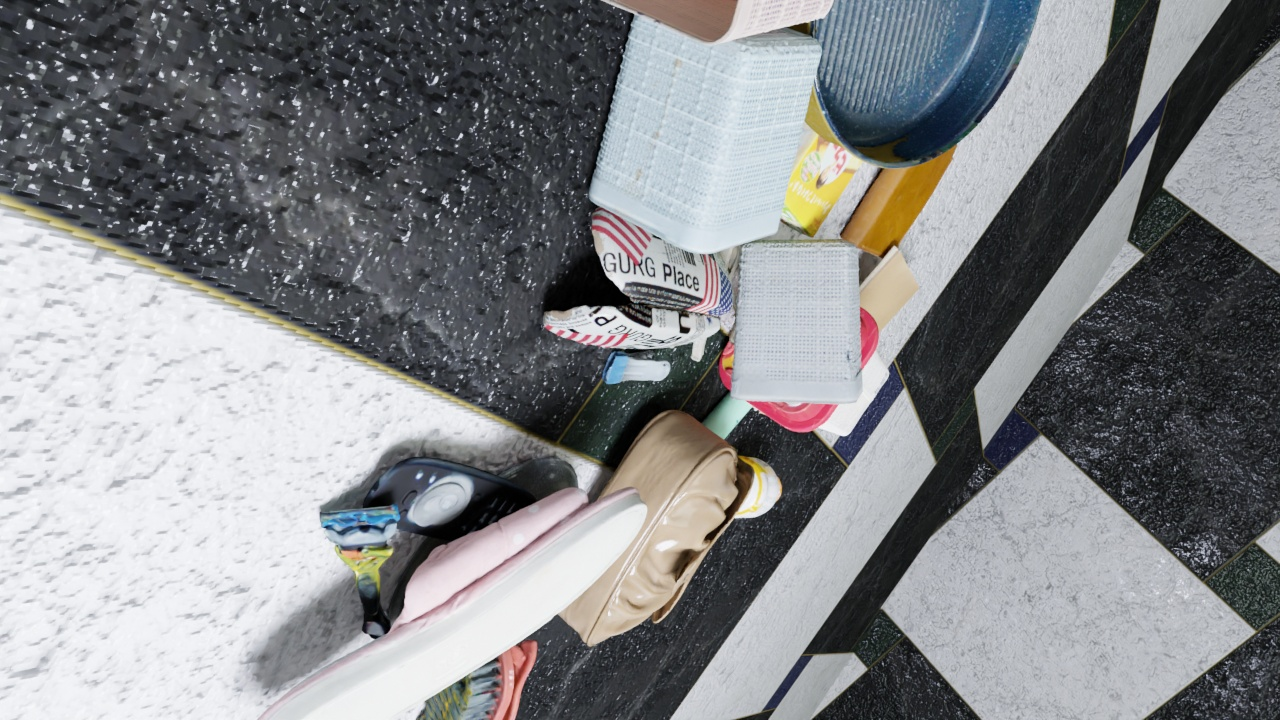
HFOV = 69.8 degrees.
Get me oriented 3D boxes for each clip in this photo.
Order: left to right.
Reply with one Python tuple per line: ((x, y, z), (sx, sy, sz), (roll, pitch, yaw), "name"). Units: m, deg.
((-0.005, 0.003, 0.675), (0.056, 0.028, 0.024), (-5, 123, -46), "clip")
((0.059, -0.046, 0.702), (0.098, 0.035, 0.099), (26, 91, -58), "clip")

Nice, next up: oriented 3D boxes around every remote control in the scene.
((-0.116, 0.086, 0.568), (0.053, 0.024, 0.136), (-49, 143, 7), "remote control")

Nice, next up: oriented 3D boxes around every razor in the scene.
((-0.163, 0.135, 0.550), (0.042, 0.022, 0.143), (-1, 138, -12), "razor")

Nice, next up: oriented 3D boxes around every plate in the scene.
((-0.104, 0.149, 0.669), (0.179, 0.024, 0.180), (-38, 148, -30), "plate")

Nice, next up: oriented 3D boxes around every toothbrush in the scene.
((0.129, -0.002, 0.869), (0.224, 0.026, 0.027), (-47, 129, -15), "toothbrush")

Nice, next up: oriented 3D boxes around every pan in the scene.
((0.183, -0.282, 0.506), (0.197, 0.078, 0.358), (-12, 121, -32), "pan")

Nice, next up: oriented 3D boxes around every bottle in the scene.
((0.114, 0.133, 0.957), (0.063, 0.063, 0.108), (-59, 152, 7), "bottle")

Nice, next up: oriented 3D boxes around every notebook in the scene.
((0.212, -0.016, 0.972), (0.211, 0.012, 0.149), (-49, 155, 8), "notebook")

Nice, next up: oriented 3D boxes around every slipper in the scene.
((-0.113, 0.152, 0.573), (0.273, 0.054, 0.114), (-30, 153, -24), "slipper")

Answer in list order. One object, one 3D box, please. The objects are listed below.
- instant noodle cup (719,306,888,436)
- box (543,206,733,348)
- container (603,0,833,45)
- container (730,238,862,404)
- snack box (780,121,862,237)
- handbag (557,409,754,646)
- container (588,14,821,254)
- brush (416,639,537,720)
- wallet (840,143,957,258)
((0.151, 0.005, 0.799), (0.116, 0.116, 0.124), (-56, 143, 2), "instant noodle cup")
((0.003, -0.051, 0.604), (0.161, 0.075, 0.085), (7, 82, -57), "box")
((0.046, -0.210, 0.437), (0.110, 0.090, 0.090), (-29, 143, -46), "container")
((0.117, -0.031, 0.676), (0.090, 0.090, 0.114), (-19, 110, -72), "container")
((0.133, -0.162, 0.630), (0.140, 0.034, 0.087), (-55, 152, 4), "snack box")
((0.014, 0.145, 0.769), (0.205, 0.100, 0.147), (-59, 156, 15), "handbag")
((0.038, -0.132, 0.510), (0.089, 0.090, 0.112), (-23, 137, -47), "container")
((-0.129, 0.275, 0.722), (0.069, 0.063, 0.146), (5, 119, -41), "brush")
((0.254, -0.161, 0.882), (0.118, 0.035, 0.131), (0, 124, -60), "wallet")
